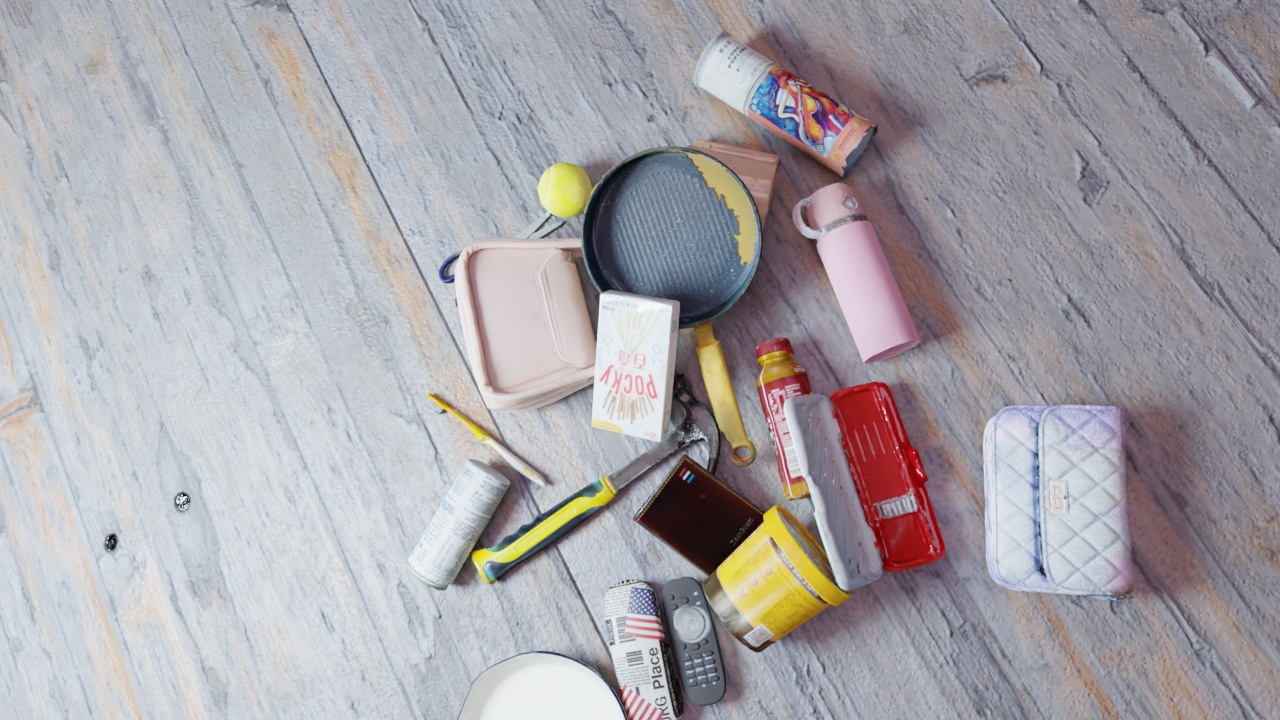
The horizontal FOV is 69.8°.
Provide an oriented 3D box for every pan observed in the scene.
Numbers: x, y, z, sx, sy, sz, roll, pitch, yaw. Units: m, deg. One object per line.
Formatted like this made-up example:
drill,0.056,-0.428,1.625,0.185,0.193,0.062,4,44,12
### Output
pan,0.060,-0.056,1.003,0.198,0.078,0.357,-18,102,15

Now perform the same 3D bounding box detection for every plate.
plate,-0.105,0.423,1.004,0.205,0.045,0.204,-2,79,10

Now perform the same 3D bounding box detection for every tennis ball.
tennis ball,-0.090,-0.205,1.104,0.065,0.065,0.065,-2,79,11

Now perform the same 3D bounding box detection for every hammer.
hammer,-0.050,0.156,1.048,0.323,0.032,0.126,-35,74,4

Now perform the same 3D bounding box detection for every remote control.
remote control,0.059,0.305,1.002,0.053,0.024,0.136,-16,76,10

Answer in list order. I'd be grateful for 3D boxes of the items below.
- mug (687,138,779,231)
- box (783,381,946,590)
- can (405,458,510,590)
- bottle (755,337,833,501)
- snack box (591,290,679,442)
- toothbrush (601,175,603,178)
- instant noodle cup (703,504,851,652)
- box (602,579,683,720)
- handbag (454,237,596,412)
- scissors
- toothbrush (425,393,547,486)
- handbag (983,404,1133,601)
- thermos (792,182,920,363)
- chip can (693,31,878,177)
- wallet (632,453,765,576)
mug,0.101,-0.207,1.057,0.103,0.084,0.124,13,47,8
box,0.229,0.127,0.959,0.161,0.058,0.201,-9,76,-29
can,-0.211,0.189,1.061,0.058,0.058,0.146,30,87,15
bottle,0.166,0.063,1.007,0.057,0.057,0.174,-14,77,8
snack box,-0.006,0.006,1.002,0.085,0.026,0.157,11,108,20
toothbrush,0.040,-0.194,1.102,0.192,0.016,0.018,22,75,14
instant noodle cup,0.138,0.232,0.956,0.114,0.118,0.118,-42,75,9
box,0.003,0.322,1.006,0.068,0.052,0.164,-12,79,-2
handbag,-0.088,-0.054,1.062,0.234,0.093,0.193,-13,82,-7
scissors,-0.167,-0.122,1.133,0.173,0.012,0.132,-6,77,10
toothbrush,-0.186,0.097,1.095,0.191,0.016,0.018,35,99,15
handbag,0.423,0.142,0.931,0.134,0.075,0.193,0,80,11
thermos,0.233,-0.097,1.012,0.087,0.067,0.198,-13,77,-27
chip can,0.167,-0.297,1.066,0.215,0.071,0.071,37,89,15
wallet,0.067,0.173,1.006,0.122,0.020,0.096,37,98,-4
